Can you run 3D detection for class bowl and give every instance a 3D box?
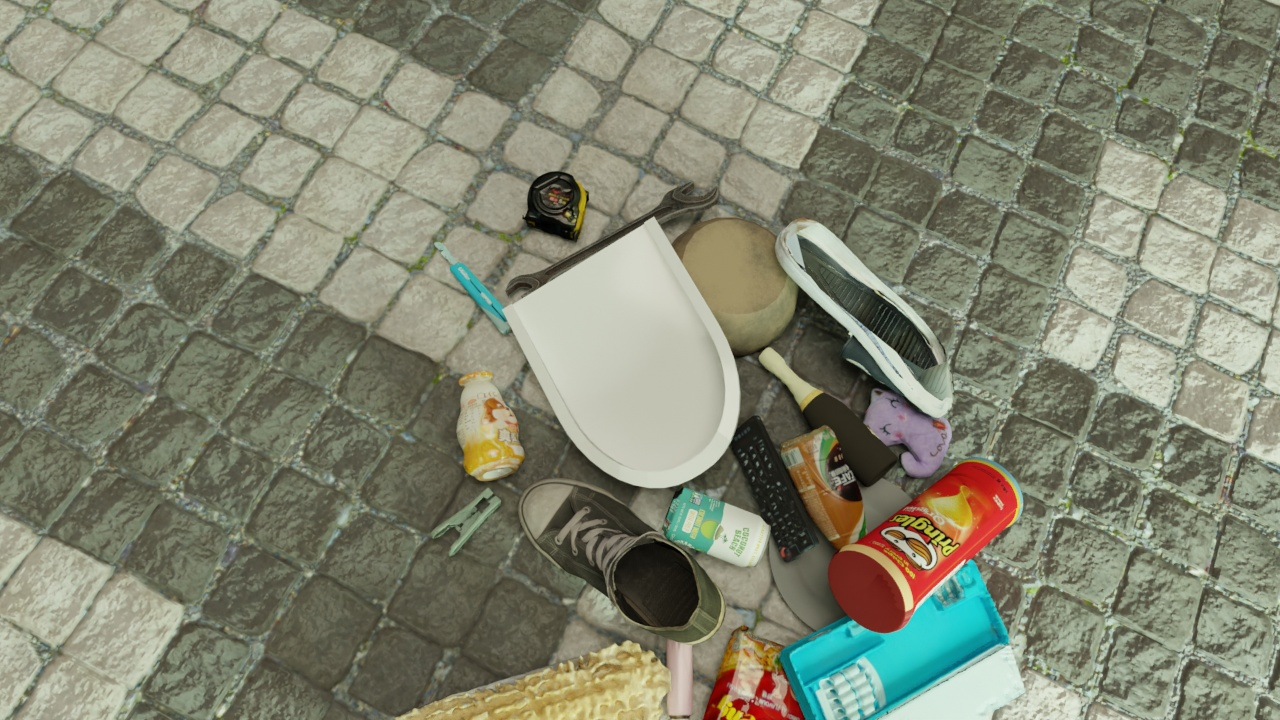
[{"bbox_3d":[0.099,-0.089,1.021,0.162,0.070,0.162,2,69,-4],"label":"bowl"}]

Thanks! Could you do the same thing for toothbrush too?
[{"bbox_3d":[0.038,0.311,0.889,0.026,0.027,0.222,5,69,-14],"label":"toothbrush"}]

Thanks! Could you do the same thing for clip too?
[{"bbox_3d":[-0.175,0.162,0.930,0.037,0.023,0.075,43,70,12],"label":"clip"}]

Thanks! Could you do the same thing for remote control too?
[{"bbox_3d":[0.139,0.131,0.949,0.022,0.047,0.150,4,54,-42],"label":"remote control"}]

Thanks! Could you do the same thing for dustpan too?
[{"bbox_3d":[-0.006,0.006,0.947,0.191,0.053,0.257,-31,83,5],"label":"dustpan"}]

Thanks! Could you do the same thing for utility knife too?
[{"bbox_3d":[-0.189,-0.083,1.026,0.022,0.015,0.141,-38,74,-20],"label":"utility knife"}]

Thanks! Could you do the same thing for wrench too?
[{"bbox_3d":[-0.030,-0.137,1.044,0.273,0.010,0.070,-30,38,-13],"label":"wrench"}]

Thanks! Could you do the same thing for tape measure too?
[{"bbox_3d":[-0.096,-0.179,1.056,0.071,0.042,0.072,15,73,6],"label":"tape measure"}]

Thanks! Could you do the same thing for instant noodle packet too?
[{"bbox_3d":[0.115,0.331,0.881,0.098,0.040,0.135,24,68,-3],"label":"instant noodle packet"}]

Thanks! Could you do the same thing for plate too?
[{"bbox_3d":[0.220,0.202,0.951,0.178,0.012,0.178,1,69,-4],"label":"plate"}]

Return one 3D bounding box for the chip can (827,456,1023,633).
[{"bbox_3d":[0.281,0.173,0.892,0.212,0.087,0.087,-25,72,-36],"label":"chip can"}]

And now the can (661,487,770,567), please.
[{"bbox_3d":[0.076,0.170,0.929,0.101,0.055,0.054,21,69,3],"label":"can"}]

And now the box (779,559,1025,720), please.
[{"bbox_3d":[0.266,0.318,0.885,0.226,0.039,0.181,-20,83,-20],"label":"box"}]

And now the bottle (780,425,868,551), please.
[{"bbox_3d":[0.199,0.151,0.931,0.059,0.059,0.167,-21,81,-12],"label":"bottle"}]

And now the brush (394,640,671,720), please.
[{"bbox_3d":[-0.104,0.332,0.852,0.271,0.057,0.083,-14,72,-9],"label":"brush"}]

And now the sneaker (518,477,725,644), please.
[{"bbox_3d":[-0.030,0.181,0.870,0.235,0.120,0.095,37,81,21],"label":"sneaker"}]

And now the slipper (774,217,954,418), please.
[{"bbox_3d":[0.240,-0.042,1.005,0.264,0.063,0.111,46,47,-4],"label":"slipper"}]

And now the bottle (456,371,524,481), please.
[{"bbox_3d":[-0.159,0.067,0.945,0.063,0.063,0.109,-14,71,-10],"label":"bottle"}]

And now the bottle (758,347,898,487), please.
[{"bbox_3d":[0.194,0.054,0.986,0.045,0.045,0.184,-35,67,-16],"label":"bottle"}]

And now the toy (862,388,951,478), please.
[{"bbox_3d":[0.285,0.080,0.991,0.100,0.036,0.080,24,75,3],"label":"toy"}]
